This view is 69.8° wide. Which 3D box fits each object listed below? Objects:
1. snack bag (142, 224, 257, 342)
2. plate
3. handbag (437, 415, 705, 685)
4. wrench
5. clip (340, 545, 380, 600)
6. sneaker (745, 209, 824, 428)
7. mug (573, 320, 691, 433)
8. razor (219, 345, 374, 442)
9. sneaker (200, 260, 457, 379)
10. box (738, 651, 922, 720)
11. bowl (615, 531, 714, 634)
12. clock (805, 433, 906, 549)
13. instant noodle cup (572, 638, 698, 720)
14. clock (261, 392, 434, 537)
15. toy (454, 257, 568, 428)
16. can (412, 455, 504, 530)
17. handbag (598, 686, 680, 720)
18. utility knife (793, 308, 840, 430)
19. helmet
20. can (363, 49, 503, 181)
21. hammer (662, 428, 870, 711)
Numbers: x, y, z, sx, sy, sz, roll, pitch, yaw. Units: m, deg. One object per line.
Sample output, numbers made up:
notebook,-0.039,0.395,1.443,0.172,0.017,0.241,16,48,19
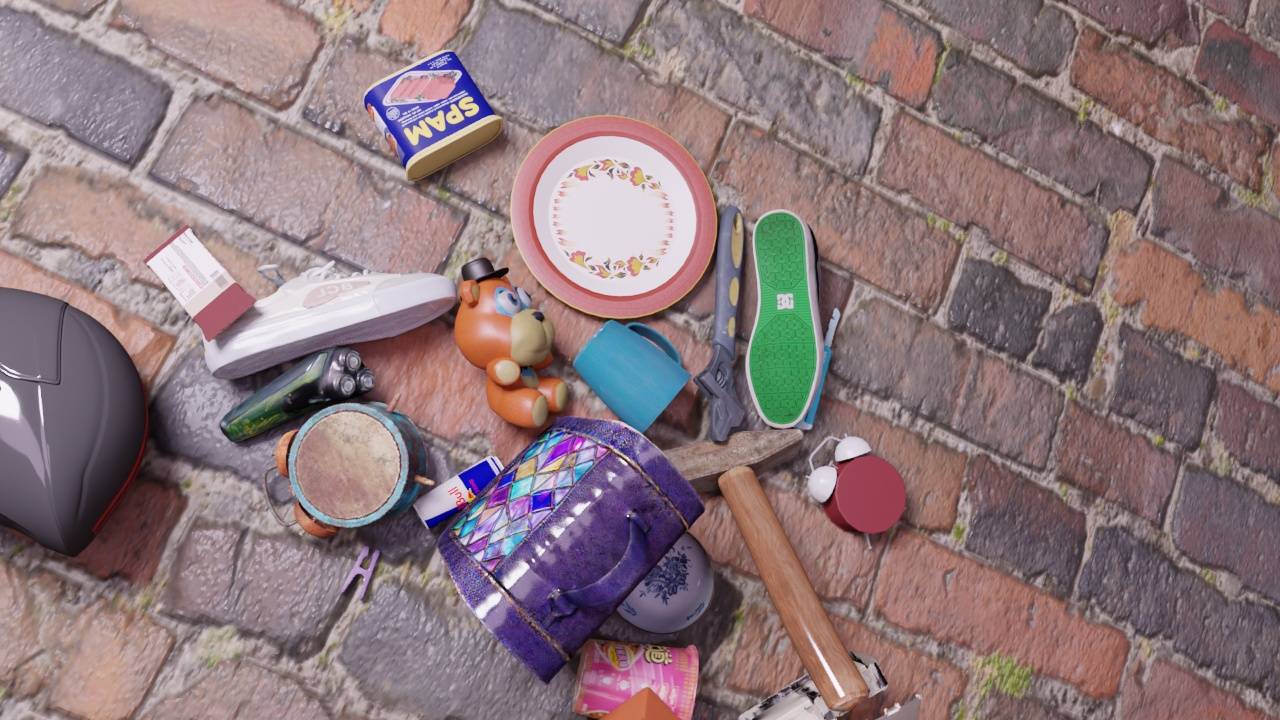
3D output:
snack bag,-0.415,-0.075,0.860,0.057,0.013,0.158,-44,57,-13
plate,-0.028,-0.156,1.006,0.229,0.021,0.229,2,80,-13
handbag,-0.064,0.164,0.830,0.204,0.222,0.125,-45,112,-16
wrench,0.093,-0.045,0.996,0.073,0.022,0.272,25,63,-42
clip,-0.272,0.205,0.892,0.035,0.013,0.051,21,74,-10
sneaker,0.167,-0.045,1.012,0.084,0.079,0.235,2,94,26
mug,-0.006,0.006,0.961,0.104,0.085,0.111,40,46,1
razor,-0.330,0.037,0.875,0.151,0.067,0.054,-28,120,-4
sneaker,-0.303,-0.060,0.889,0.242,0.090,0.090,-17,79,-15
box,0.196,0.368,0.876,0.143,0.193,0.106,-28,83,-10
bowl,0.024,0.216,0.933,0.114,0.045,0.114,0,91,17
clock,0.237,0.140,1.008,0.087,0.044,0.124,-44,92,-16
instant noodle cup,-0.007,0.319,0.899,0.108,0.098,0.097,13,78,-4
clock,-0.283,0.105,0.876,0.157,0.073,0.121,-22,85,2
toy,-0.134,-0.017,0.918,0.096,0.112,0.176,-33,91,20
can,-0.179,0.131,0.915,0.095,0.032,0.032,-31,89,-16
handbag,-0.022,0.400,0.851,0.172,0.060,0.109,-40,101,17
utility knife,0.200,0.008,1.038,0.022,0.015,0.151,20,74,-9
helmet,-0.517,0.042,0.782,0.169,0.165,0.264,-17,75,-27
can,-0.218,-0.258,0.960,0.116,0.057,0.092,-33,88,-16
hammer,0.141,0.197,0.900,0.157,0.037,0.300,-13,51,-15
